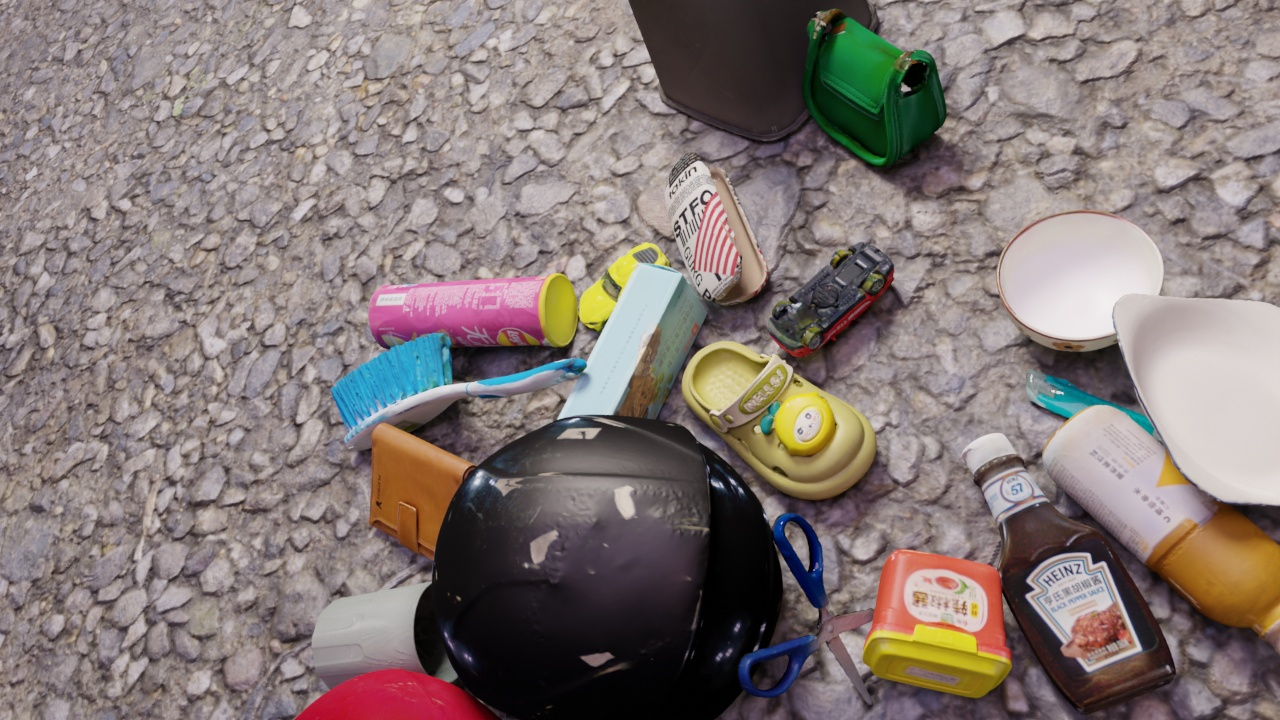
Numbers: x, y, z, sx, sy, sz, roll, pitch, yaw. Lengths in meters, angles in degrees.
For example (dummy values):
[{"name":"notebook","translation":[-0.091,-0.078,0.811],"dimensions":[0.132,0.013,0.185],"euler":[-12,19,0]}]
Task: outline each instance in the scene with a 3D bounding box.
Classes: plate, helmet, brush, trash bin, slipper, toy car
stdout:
[{"name":"plate","translation":[0.402,0.029,0.623],"dimensions":[0.164,0.034,0.163],"euler":[2,56,-10]},{"name":"helmet","translation":[-0.156,0.315,0.672],"dimensions":[0.240,0.207,0.143],"euler":[3,36,21]},{"name":"brush","translation":[-0.181,0.019,0.877],"dimensions":[0.315,0.060,0.109],"euler":[-26,63,28]},{"name":"helmet","translation":[-0.034,0.151,0.668],"dimensions":[0.275,0.230,0.233],"euler":[1,62,8]},{"name":"trash bin","translation":[0.092,-0.372,0.890],"dimensions":[0.199,0.220,0.198],"euler":[33,80,35]},{"name":"slipper","translation":[0.101,0.039,0.758],"dimensions":[0.190,0.081,0.091],"euler":[36,85,36]},{"name":"toy car","translation":[0.166,-0.049,0.794],"dimensions":[0.120,0.045,0.053],"euler":[-38,53,-4]},{"name":"toy car","translation":[-0.019,-0.073,0.898],"dimensions":[0.105,0.032,0.048],"euler":[-42,56,1]}]

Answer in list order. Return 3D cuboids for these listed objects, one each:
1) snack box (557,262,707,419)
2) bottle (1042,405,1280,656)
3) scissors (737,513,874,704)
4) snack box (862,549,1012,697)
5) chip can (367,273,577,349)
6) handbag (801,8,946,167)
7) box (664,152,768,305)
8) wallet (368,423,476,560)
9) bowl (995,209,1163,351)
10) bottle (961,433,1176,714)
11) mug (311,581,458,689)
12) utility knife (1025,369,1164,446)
[{"name":"snack box","translation":[-0.005,0.005,0.825],"dimensions":[0.052,0.074,0.174],"euler":[18,73,31]},{"name":"bottle","translation":[0.359,0.111,0.610],"dimensions":[0.068,0.068,0.189],"euler":[-39,56,1]},{"name":"scissors","translation":[0.121,0.181,0.629],"dimensions":[0.012,0.176,0.162],"euler":[-6,18,47]},{"name":"snack box","translation":[0.205,0.181,0.638],"dimensions":[0.091,0.082,0.080],"euler":[9,56,11]},{"name":"chip can","translation":[-0.171,-0.047,0.930],"dimensions":[0.211,0.071,0.071],"euler":[-1,64,25]},{"name":"handbag","translation":[0.207,-0.250,0.835],"dimensions":[0.068,0.120,0.131],"euler":[-38,54,-5]},{"name":"box","translation":[0.073,-0.121,0.879],"dimensions":[0.075,0.081,0.163],"euler":[-46,50,36]},{"name":"wallet","translation":[-0.204,0.132,0.855],"dimensions":[0.131,0.035,0.119],"euler":[17,104,35]},{"name":"bowl","translation":[0.337,-0.054,0.709],"dimensions":[0.114,0.062,0.113],"euler":[-10,62,20]},{"name":"bottle","translation":[0.287,0.140,0.643],"dimensions":[0.080,0.044,0.194],"euler":[-27,56,12]},{"name":"mug","translation":[-0.202,0.228,0.786],"dimensions":[0.103,0.123,0.084],"euler":[-13,101,19]},{"name":"utility knife","translation":[0.382,0.058,0.660],"dimensions":[0.221,0.013,0.029],"euler":[27,78,32]}]
